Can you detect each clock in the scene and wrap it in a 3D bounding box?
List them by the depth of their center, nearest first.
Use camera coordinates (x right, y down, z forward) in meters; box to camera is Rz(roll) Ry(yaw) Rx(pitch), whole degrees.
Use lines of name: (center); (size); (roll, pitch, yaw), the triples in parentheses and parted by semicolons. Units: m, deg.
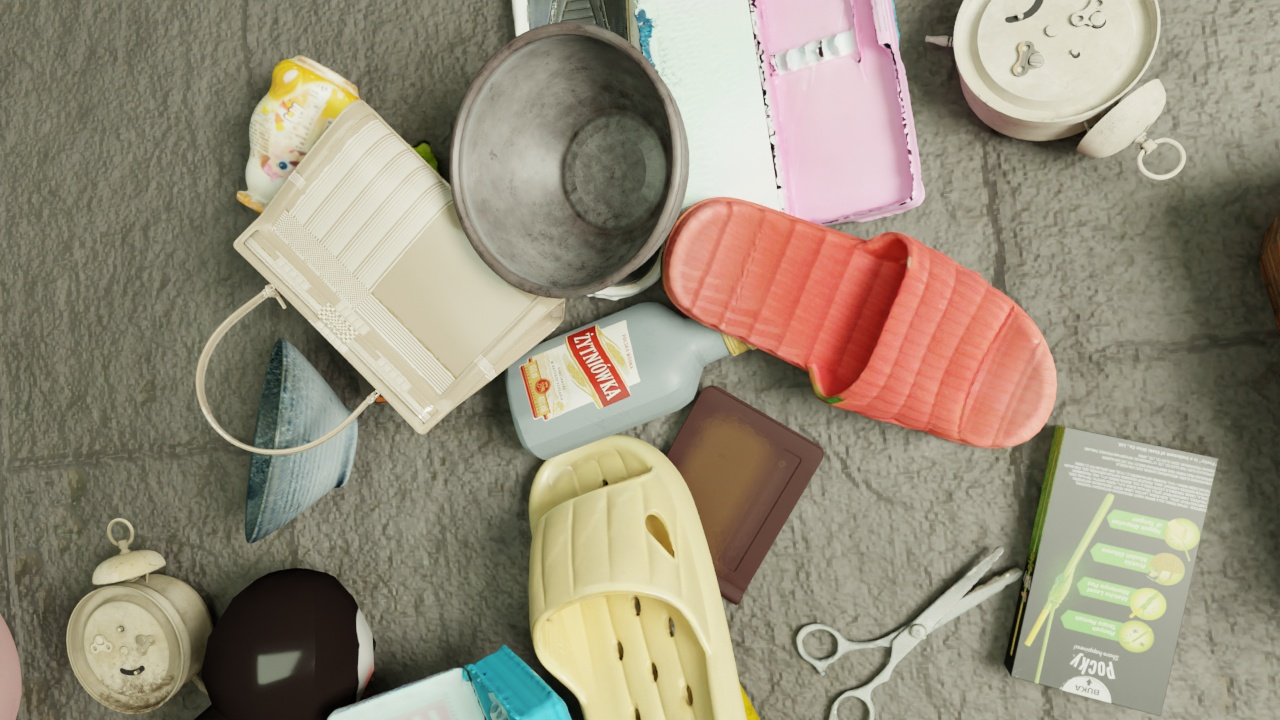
clock: (0.246, -0.161, 0.523); (0.103, 0.061, 0.157); (-39, 73, 9)
clock: (-0.359, 0.181, 0.662); (0.093, 0.054, 0.141); (-9, 94, 12)

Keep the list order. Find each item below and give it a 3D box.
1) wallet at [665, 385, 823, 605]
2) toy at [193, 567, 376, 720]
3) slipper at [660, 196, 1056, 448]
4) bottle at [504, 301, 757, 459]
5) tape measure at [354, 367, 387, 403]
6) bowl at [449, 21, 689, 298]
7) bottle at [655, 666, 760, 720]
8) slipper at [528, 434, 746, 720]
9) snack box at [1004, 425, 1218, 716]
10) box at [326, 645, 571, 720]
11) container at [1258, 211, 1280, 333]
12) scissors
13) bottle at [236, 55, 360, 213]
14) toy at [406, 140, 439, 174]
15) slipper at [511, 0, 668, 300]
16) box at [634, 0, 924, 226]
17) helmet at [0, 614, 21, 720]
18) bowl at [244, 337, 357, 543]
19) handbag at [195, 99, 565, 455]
wallet: (0.051, 0.084, 0.587); (0.091, 0.018, 0.116); (30, 98, 11)
toy: (-0.233, 0.229, 0.585); (0.159, 0.140, 0.184); (4, 89, 13)
slipper: (0.131, -0.021, 0.520); (0.248, 0.059, 0.103); (24, 99, -5)
bottle: (-0.003, 0.003, 0.580); (0.161, 0.046, 0.072); (-21, 62, 12)
tape measure: (-0.165, -0.003, 0.630); (0.059, 0.038, 0.058); (-17, 84, 26)
bowl: (-0.030, -0.109, 0.520); (0.145, 0.067, 0.145); (3, 98, 27)
bottle: (0.049, 0.244, 0.556); (0.071, 0.071, 0.164); (-31, 82, 11)
slipper: (-0.009, 0.148, 0.523); (0.111, 0.079, 0.261); (-27, 59, 14)
snack box: (0.269, 0.118, 0.529); (0.080, 0.025, 0.147); (12, 92, 13)
box: (-0.072, 0.289, 0.555); (0.171, 0.085, 0.227); (-10, 104, 30)
container: (0.407, 0.011, 0.416); (0.158, 0.186, 0.250); (-15, 86, 12)
scissors: (0.165, 0.180, 0.559); (0.161, 0.014, 0.117); (-14, 85, 16)
bottle: (-0.239, -0.152, 0.634); (0.063, 0.063, 0.109); (29, 94, 12)
toy: (-0.176, -0.109, 0.634); (0.094, 0.036, 0.093); (-17, 90, 19)
slipper: (-0.040, -0.171, 0.590); (0.111, 0.063, 0.263); (-3, 86, 13)
box: (0.079, -0.193, 0.565); (0.160, 0.063, 0.230); (-8, 87, 5)
helmet: (-0.563, 0.247, 0.657); (0.256, 0.152, 0.230); (-43, 83, 10)
bowl: (-0.226, 0.056, 0.621); (0.057, 0.137, 0.137); (10, 91, -27)
handbag: (-0.177, -0.026, 0.554); (0.175, 0.062, 0.197); (44, 77, 5)
